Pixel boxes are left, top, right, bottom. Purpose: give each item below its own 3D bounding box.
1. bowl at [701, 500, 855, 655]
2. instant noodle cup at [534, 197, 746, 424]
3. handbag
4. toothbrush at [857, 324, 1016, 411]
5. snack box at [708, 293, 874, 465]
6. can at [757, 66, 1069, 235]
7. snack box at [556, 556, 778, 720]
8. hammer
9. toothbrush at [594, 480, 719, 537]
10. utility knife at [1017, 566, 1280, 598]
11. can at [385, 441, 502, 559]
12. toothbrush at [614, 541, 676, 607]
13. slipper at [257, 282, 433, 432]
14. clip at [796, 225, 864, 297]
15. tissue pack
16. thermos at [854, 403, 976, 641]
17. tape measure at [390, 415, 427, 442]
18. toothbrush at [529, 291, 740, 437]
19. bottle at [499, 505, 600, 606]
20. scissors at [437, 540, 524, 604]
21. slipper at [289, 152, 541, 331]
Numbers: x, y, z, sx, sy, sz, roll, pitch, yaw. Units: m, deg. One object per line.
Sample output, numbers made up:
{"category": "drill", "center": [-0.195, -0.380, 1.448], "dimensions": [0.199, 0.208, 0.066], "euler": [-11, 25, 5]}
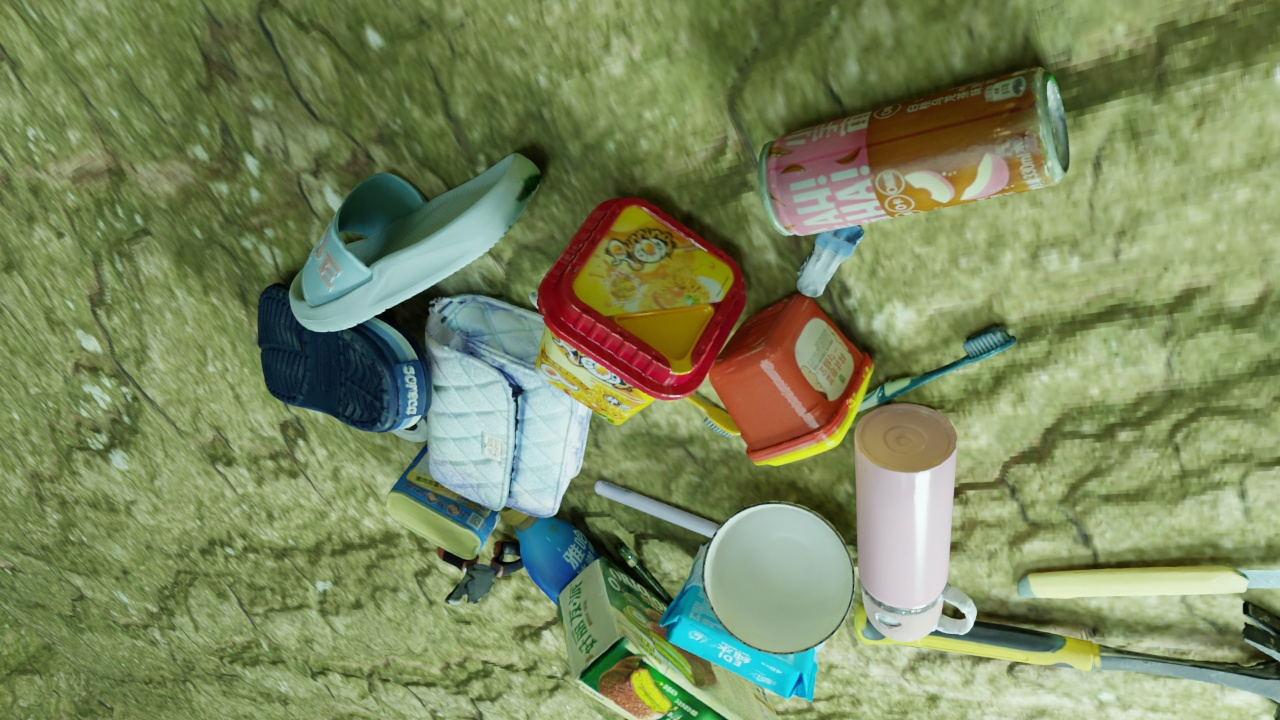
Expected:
{"category": "bowl", "center": [0.111, 0.168, 0.730], "dimensions": [0.116, 0.116, 0.066], "euler": [18, 180, 14]}
{"category": "instant noodle cup", "center": [-0.010, -0.024, 0.608], "dimensions": [0.116, 0.115, 0.124], "euler": [33, 150, -3]}
{"category": "handbag", "center": [-0.111, 0.044, 0.748], "dimensions": [0.134, 0.075, 0.194], "euler": [21, 137, 9]}
{"category": "toothbrush", "center": [0.161, 0.019, 0.612], "dimensions": [0.192, 0.016, 0.018], "euler": [-30, 101, 44]}
{"category": "snack box", "center": [0.096, 0.010, 0.588], "dimensions": [0.082, 0.091, 0.080], "euler": [-25, 108, 42]}
{"category": "can", "center": [0.138, -0.104, 0.476], "dimensions": [0.148, 0.057, 0.058], "euler": [-7, 126, 34]}
{"category": "snack box", "center": [0.033, 0.288, 0.837], "dimensions": [0.063, 0.114, 0.240], "euler": [-44, 117, 9]}
{"category": "hammer", "center": [0.324, 0.219, 0.698], "dimensions": [0.324, 0.031, 0.126], "euler": [0, 130, 30]}
{"category": "toothbrush", "center": [0.046, 0.144, 0.796], "dimensions": [0.189, 0.029, 0.021], "euler": [21, 97, 13]}
{"category": "utility knife", "center": [0.354, 0.153, 0.626], "dimensions": [0.199, 0.020, 0.031], "euler": [-10, 129, 44]}
{"category": "can", "center": [-0.173, 0.124, 0.853], "dimensions": [0.102, 0.083, 0.057], "euler": [28, 138, 3]}
{"category": "toothbrush", "center": [0.034, 0.241, 0.900], "dimensions": [0.017, 0.012, 0.186], "euler": [-22, 117, 35]}
{"category": "slipper", "center": [-0.239, -0.008, 0.762], "dimensions": [0.253, 0.095, 0.105], "euler": [14, 106, 46]}
{"category": "clip", "center": [0.112, -0.061, 0.561], "dimensions": [0.026, 0.041, 0.058], "euler": [28, 143, 0]}
{"category": "tissue pack", "center": [0.094, 0.223, 0.789], "dimensions": [0.140, 0.089, 0.063], "euler": [23, 139, 10]}
{"category": "thermos", "center": [0.197, 0.126, 0.653], "dimensions": [0.087, 0.067, 0.199], "euler": [15, 135, 32]}
{"category": "tape measure", "center": [-0.210, 0.040, 0.833], "dimensions": [0.066, 0.033, 0.066], "euler": [7, 130, 27]}
{"category": "toothbrush", "center": [-0.004, 0.004, 0.694], "dimensions": [0.191, 0.016, 0.018], "euler": [33, 145, -3]}
{"category": "bottle", "center": [-0.066, 0.204, 0.876], "dimensions": [0.065, 0.065, 0.219], "euler": [-9, 127, 36]}
{"category": "scissors", "center": [-0.159, 0.192, 0.849], "dimensions": [0.197, 0.205, 0.015], "euler": [8, 91, 37]}
{"category": "slipper", "center": [-0.173, -0.090, 0.640], "dimensions": [0.246, 0.103, 0.074], "euler": [-18, 122, 35]}
